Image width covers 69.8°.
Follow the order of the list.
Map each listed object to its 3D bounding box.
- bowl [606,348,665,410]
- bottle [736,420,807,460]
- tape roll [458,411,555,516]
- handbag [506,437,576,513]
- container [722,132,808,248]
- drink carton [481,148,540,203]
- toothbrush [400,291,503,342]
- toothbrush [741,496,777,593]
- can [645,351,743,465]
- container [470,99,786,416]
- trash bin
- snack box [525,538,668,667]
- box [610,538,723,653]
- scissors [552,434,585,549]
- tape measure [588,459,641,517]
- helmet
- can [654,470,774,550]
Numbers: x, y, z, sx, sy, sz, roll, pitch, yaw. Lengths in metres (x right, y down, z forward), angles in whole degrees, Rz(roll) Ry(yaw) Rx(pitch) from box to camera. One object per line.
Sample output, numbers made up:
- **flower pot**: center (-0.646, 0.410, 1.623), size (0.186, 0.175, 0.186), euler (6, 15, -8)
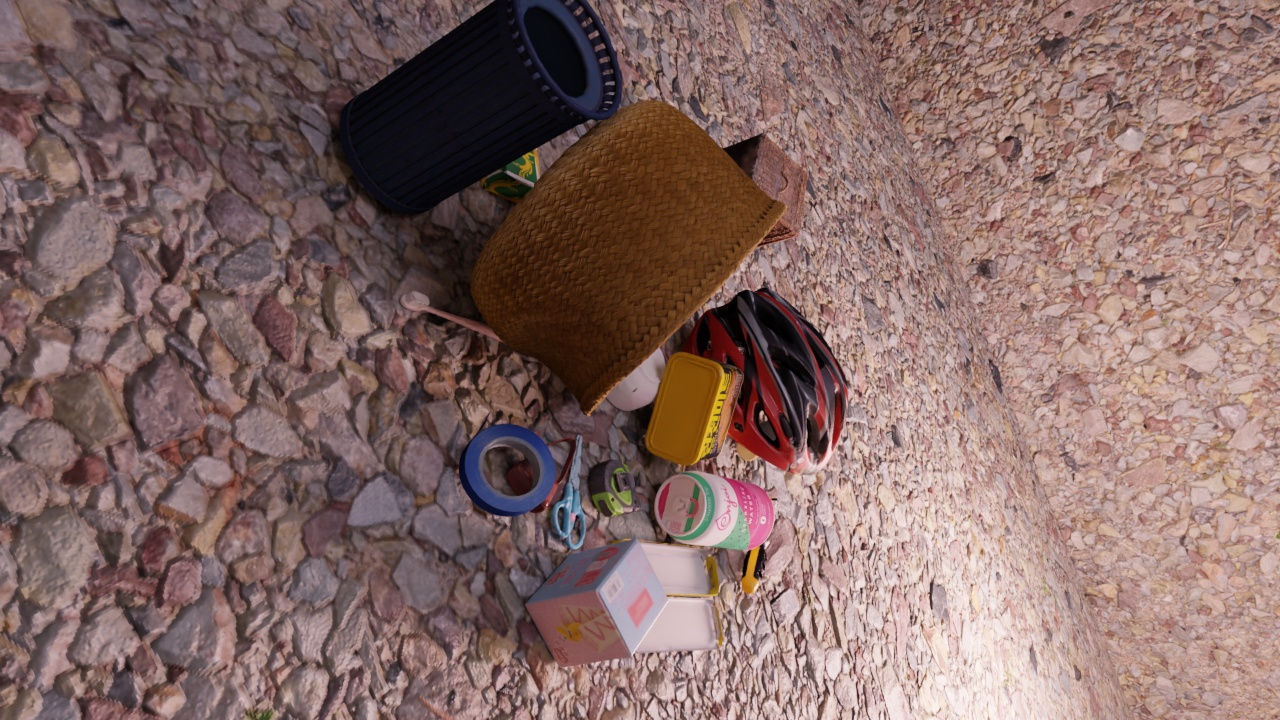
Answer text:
- **bowl**: center (-0.007, 0.007, 1.133), size (0.105, 0.054, 0.104), euler (30, 51, -46)
- **bottle**: center (0.191, 0.114, 1.353), size (0.046, 0.072, 0.160), euler (57, 30, 11)
- **tape roll**: center (-0.129, 0.106, 0.894), size (0.093, 0.016, 0.091), euler (32, 52, -14)
- **handbag**: center (-0.096, 0.111, 0.972), size (0.055, 0.029, 0.119), euler (58, 28, -9)
- **container**: center (0.132, -0.233, 1.336), size (0.112, 0.199, 0.113), euler (35, 57, -36)
- **drink carton**: center (-0.154, -0.252, 1.062), size (0.058, 0.041, 0.122), euler (16, 61, -52)
- **toothbrush**: center (-0.171, -0.038, 0.944), size (0.181, 0.018, 0.015), euler (23, 55, -50)
- **toothbrush**: center (0.168, 0.254, 1.287), size (0.196, 0.031, 0.031), euler (-61, 145, -55)
- **can**: center (0.071, 0.060, 1.150), size (0.101, 0.072, 0.131), euler (5, 102, -66)
- **container**: center (-0.018, -0.112, 0.930), size (0.196, 0.308, 0.306), euler (45, 35, -2)
- **trash bin**: center (-0.157, -0.237, 0.852), size (0.139, 0.250, 0.139), euler (32, 48, -44)
- **snack box**: center (-0.042, 0.242, 0.913), size (0.079, 0.095, 0.092), euler (64, 32, -10)
- **box**: center (0.034, 0.279, 1.079), size (0.209, 0.023, 0.127), euler (21, 60, -52)
- **scissors**: center (-0.075, 0.139, 1.003), size (0.056, 0.015, 0.136), euler (42, 35, -39)
- **tape measure**: center (-0.028, 0.145, 1.041), size (0.058, 0.036, 0.065), euler (-7, 80, -57)
- **helmet**: center (0.185, 0.028, 1.268), size (0.216, 0.167, 0.272), euler (-14, 67, -50)
- **can**: center (0.095, 0.189, 1.152), size (0.165, 0.088, 0.088), euler (20, 57, -51)
